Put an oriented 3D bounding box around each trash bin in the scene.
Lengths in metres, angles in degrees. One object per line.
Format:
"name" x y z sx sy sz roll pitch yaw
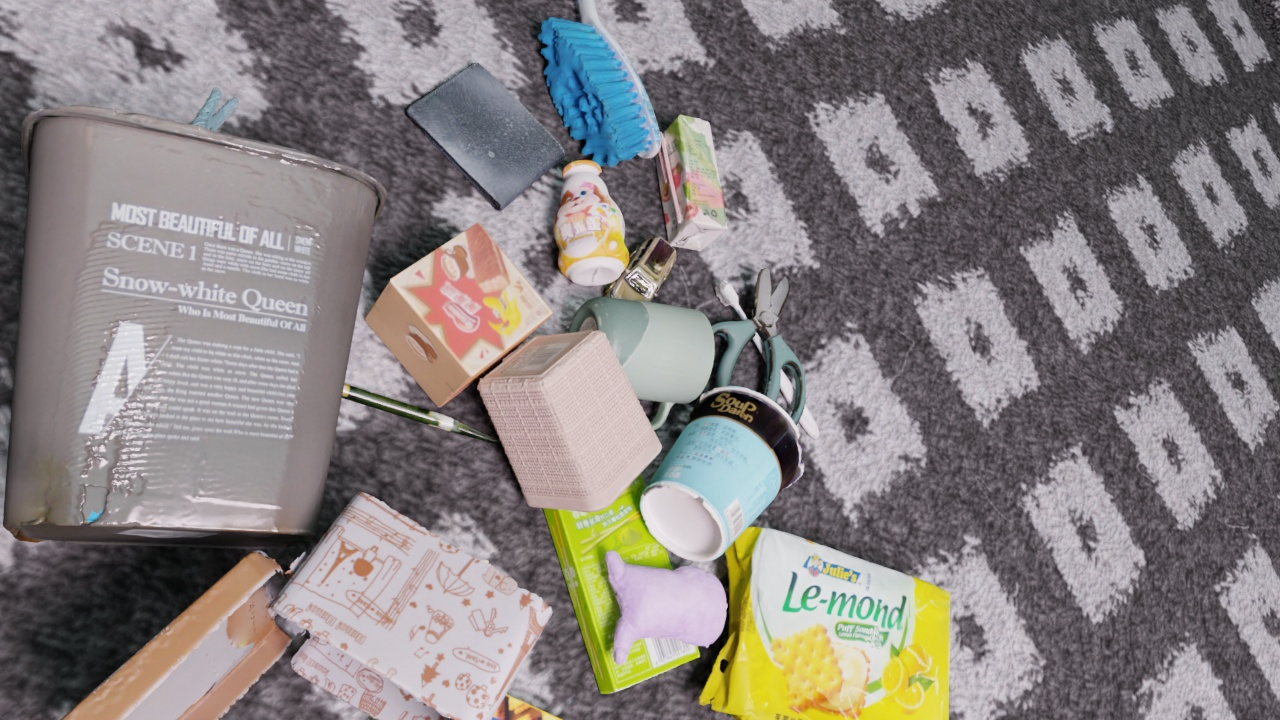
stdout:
"trash bin" -0.274 -0.002 0.556 0.198 0.199 0.219 9 72 -29

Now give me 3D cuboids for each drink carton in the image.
"drink carton" 0.046 -0.174 0.901 0.045 0.054 0.122 4 68 -30

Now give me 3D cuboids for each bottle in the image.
"bottle" -0.046 -0.123 0.817 0.063 0.063 0.108 3 69 -31

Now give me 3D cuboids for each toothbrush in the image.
"toothbrush" -0.161 0.042 0.710 0.185 0.012 0.017 20 55 -23
"toothbrush" 0.125 0.001 0.902 0.016 0.016 0.180 -33 92 -27

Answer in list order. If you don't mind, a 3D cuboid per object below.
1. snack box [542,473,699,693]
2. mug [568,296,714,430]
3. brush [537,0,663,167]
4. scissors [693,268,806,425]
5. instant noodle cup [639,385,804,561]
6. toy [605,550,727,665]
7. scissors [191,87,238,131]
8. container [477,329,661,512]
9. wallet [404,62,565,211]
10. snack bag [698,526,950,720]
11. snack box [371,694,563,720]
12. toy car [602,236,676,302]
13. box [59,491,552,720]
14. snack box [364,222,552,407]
"snack box" -0.015 0.175 0.734 0.085 0.026 0.156 -12 77 -35
"mug" -0.005 0.005 0.785 0.106 0.082 0.112 7 93 -30
"brush" -0.058 -0.330 0.907 0.109 0.061 0.314 -17 77 -41
"scissors" 0.098 -0.016 0.873 0.161 0.019 0.179 7 76 -22
"instant noodle cup" 0.061 0.098 0.753 0.111 0.111 0.120 50 47 -4
"toy" 0.023 0.191 0.708 0.108 0.039 0.083 11 64 -31
"scissors" -0.345 -0.161 0.683 0.072 0.017 0.136 16 58 -14
"container" -0.056 0.043 0.700 0.090 0.090 0.111 -43 118 -41
"wallet" -0.137 -0.203 0.824 0.121 0.019 0.097 45 55 -5
"snack bag" 0.164 0.248 0.787 0.246 0.068 0.157 22 61 -22
"snack box" -0.117 0.270 0.630 0.140 0.034 0.086 30 57 -15
"toy car" 0.001 -0.076 0.844 0.042 0.035 0.090 39 58 -11
"box" -0.169 0.195 0.511 0.158 0.181 0.216 40 56 6
"snack box" -0.141 -0.035 0.713 0.093 0.077 0.094 51 54 -4
